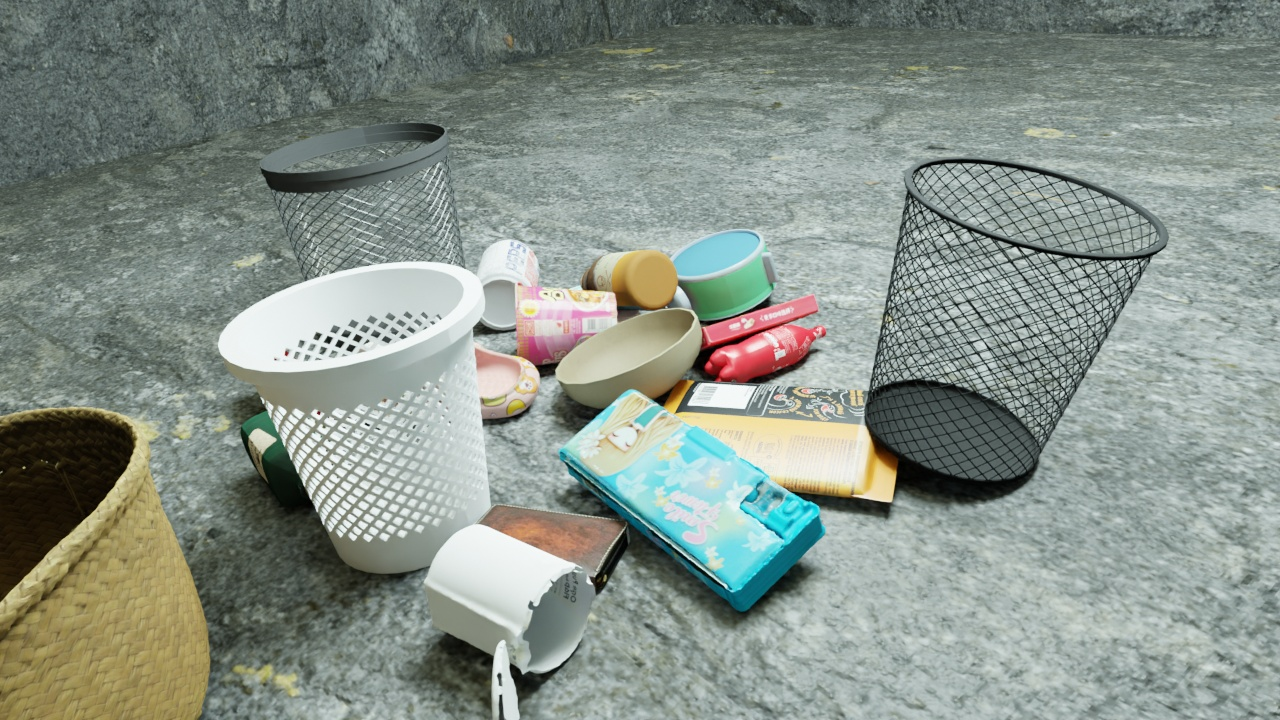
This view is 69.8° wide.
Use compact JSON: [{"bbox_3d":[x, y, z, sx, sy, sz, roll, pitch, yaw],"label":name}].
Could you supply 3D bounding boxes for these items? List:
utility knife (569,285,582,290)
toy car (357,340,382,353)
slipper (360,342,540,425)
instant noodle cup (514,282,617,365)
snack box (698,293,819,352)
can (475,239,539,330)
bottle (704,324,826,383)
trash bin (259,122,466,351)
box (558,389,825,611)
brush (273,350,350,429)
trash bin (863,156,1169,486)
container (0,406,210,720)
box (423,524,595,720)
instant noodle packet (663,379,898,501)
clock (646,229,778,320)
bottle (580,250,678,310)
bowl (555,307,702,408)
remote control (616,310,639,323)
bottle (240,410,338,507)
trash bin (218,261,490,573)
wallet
[{"bbox_3d":[-0.078,-0.090,1.186,0.125,0.015,0.022,-23,29,-34],"label":"utility knife"},{"bbox_3d":[-0.276,0.003,1.026,0.113,0.039,0.039,17,36,39],"label":"toy car"},{"bbox_3d":[-0.202,0.010,0.934,0.197,0.082,0.093,-1,43,6],"label":"slipper"},{"bbox_3d":[-0.082,-0.038,1.010,0.108,0.098,0.097,-2,26,-7],"label":"instant noodle cup"},{"bbox_3d":[0.112,-0.036,0.978,0.132,0.021,0.089,-18,-3,-19],"label":"snack box"},{"bbox_3d":[-0.168,-0.098,1.153,0.078,0.078,0.136,-7,27,0],"label":"can"},{"bbox_3d":[0.132,-0.009,0.940,0.141,0.042,0.042,-20,30,-24],"label":"bottle"},{"bbox_3d":[-0.325,-0.154,1.137,0.218,0.228,0.217,-6,27,3],"label":"trash bin"},{"bbox_3d":[0.032,0.099,0.723,0.094,0.041,0.227,-40,41,-18],"label":"box"},{"bbox_3d":[-0.365,0.027,0.965,0.041,0.082,0.173,-50,41,-11],"label":"brush"},{"bbox_3d":[0.273,-0.027,0.722,0.184,0.211,0.183,6,32,-4],"label":"trash bin"},{"bbox_3d":[-0.419,0.184,0.542,0.307,0.197,0.306,-7,29,3],"label":"container"},{"bbox_3d":[-0.095,0.179,0.598,0.140,0.083,0.141,12,27,32],"label":"box"},{"bbox_3d":[0.116,0.065,0.811,0.221,0.032,0.159,3,31,20],"label":"instant noodle packet"},{"bbox_3d":[0.078,-0.093,1.093,0.162,0.075,0.121,-20,28,4],"label":"clock"},{"bbox_3d":[-0.024,-0.092,1.075,0.067,0.068,0.157,-23,14,-27],"label":"bottle"},{"bbox_3d":[-0.005,0.005,0.915,0.152,0.050,0.152,-21,20,8],"label":"bowl"},{"bbox_3d":[-0.067,-0.055,1.114,0.137,0.013,0.043,2,28,18],"label":"remote control"},{"bbox_3d":[-0.313,0.093,0.836,0.061,0.061,0.131,-26,32,-28],"label":"bottle"},{"bbox_3d":[-0.205,0.050,0.738,0.195,0.200,0.195,-6,27,3],"label":"trash bin"},{"bbox_3d":[-0.077,0.145,0.719,0.123,0.019,0.072,4,29,21],"label":"wallet"}]
